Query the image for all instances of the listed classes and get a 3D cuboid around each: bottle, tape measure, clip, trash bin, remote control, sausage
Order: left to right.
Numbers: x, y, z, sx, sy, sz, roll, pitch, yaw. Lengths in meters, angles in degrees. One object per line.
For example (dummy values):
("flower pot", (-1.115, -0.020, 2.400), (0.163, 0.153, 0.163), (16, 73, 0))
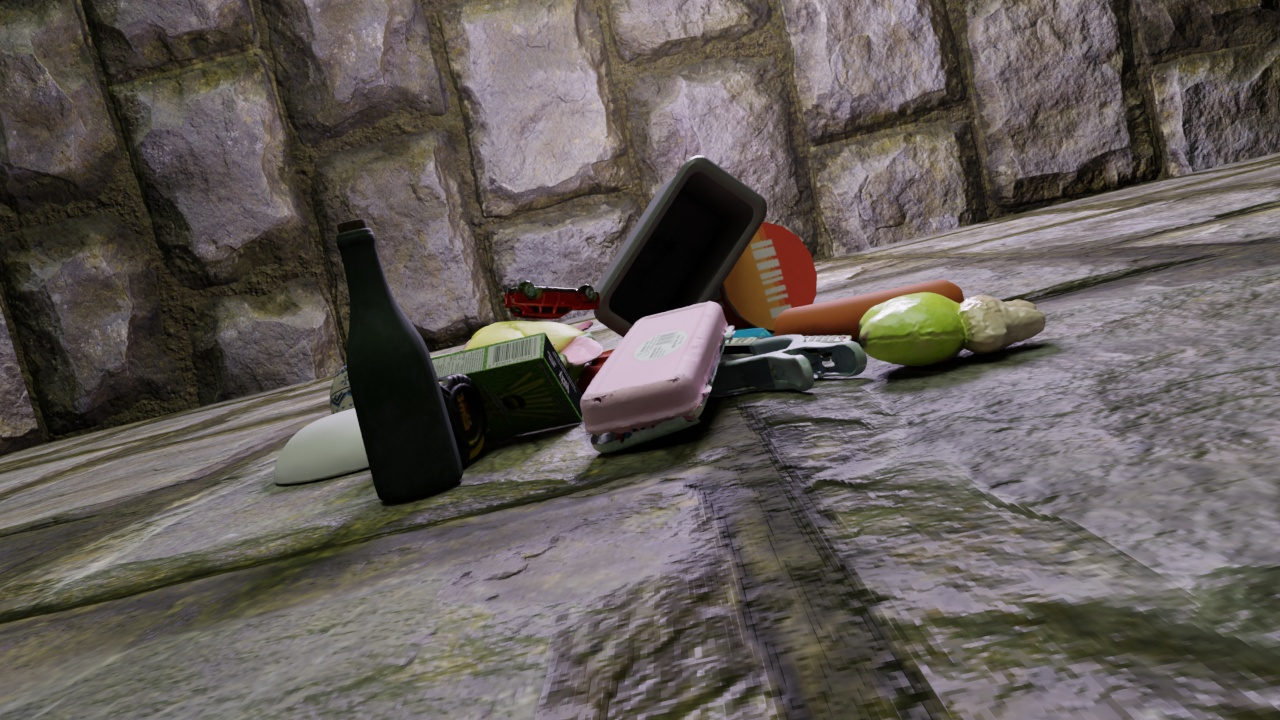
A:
("bottle", (-0.158, -0.002, 0.574), (0.055, 0.174, 0.055), (-13, 6, 1))
("tape measure", (-0.138, 0.041, 0.648), (0.038, 0.067, 0.062), (-11, 6, 19))
("trash bin", (0.030, -0.110, 1.005), (0.192, 0.097, 0.220), (-57, 8, 2))
("remote control", (0.114, -0.013, 0.772), (0.124, 0.012, 0.028), (-1, 10, 18))
("clip", (0.118, -0.004, 0.691), (0.142, 0.029, 0.172), (-19, 9, -32))
("sausage", (0.193, -0.038, 0.789), (0.165, 0.039, 0.044), (-10, 10, 29))

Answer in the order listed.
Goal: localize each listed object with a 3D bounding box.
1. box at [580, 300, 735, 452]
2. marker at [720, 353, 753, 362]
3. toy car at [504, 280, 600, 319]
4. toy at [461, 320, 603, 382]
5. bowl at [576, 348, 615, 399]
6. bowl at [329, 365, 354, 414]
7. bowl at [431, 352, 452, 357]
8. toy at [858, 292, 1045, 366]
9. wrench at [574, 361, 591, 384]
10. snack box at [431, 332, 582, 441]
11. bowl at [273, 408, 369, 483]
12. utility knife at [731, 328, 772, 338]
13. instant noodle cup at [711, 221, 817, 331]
("box", (0.019, 0.007, 0.631), (0.086, 0.044, 0.202), (-14, 14, 15))
("marker", (0.066, 0.003, 0.795), (0.133, 0.017, 0.020), (-16, -12, -26))
("toy car", (-0.084, -0.058, 0.874), (0.091, 0.036, 0.042), (-3, 1, -13))
("toy", (-0.116, 0.006, 0.841), (0.189, 0.088, 0.239), (-22, 6, -30))
("bowl", (-0.005, 0.005, 0.853), (0.122, 0.035, 0.122), (-13, 6, 1))
("bowl", (-0.253, 0.029, 0.910), (0.115, 0.059, 0.115), (-12, -12, -3))
("bowl", (-0.258, 0.031, 1.069), (0.188, 0.060, 0.219), (-15, 7, -12))
("toy", (0.200, -0.022, 0.599), (0.115, 0.046, 0.092), (-5, 8, 13))
("wrench", (-0.071, 0.013, 1.055), (0.070, 0.010, 0.273), (-14, 6, -5))
("snack box", (-0.127, 0.028, 0.703), (0.148, 0.080, 0.025), (-12, 48, 13))
("bowl", (-0.246, 0.064, 0.797), (0.149, 0.043, 0.149), (-13, 6, 1))
("utility knife", (0.069, -0.010, 0.832), (0.158, 0.031, 0.015), (-9, -20, -36))
("instant noodle cup", (0.123, -0.087, 1.092), (0.123, 0.123, 0.121), (-16, -1, -24))
